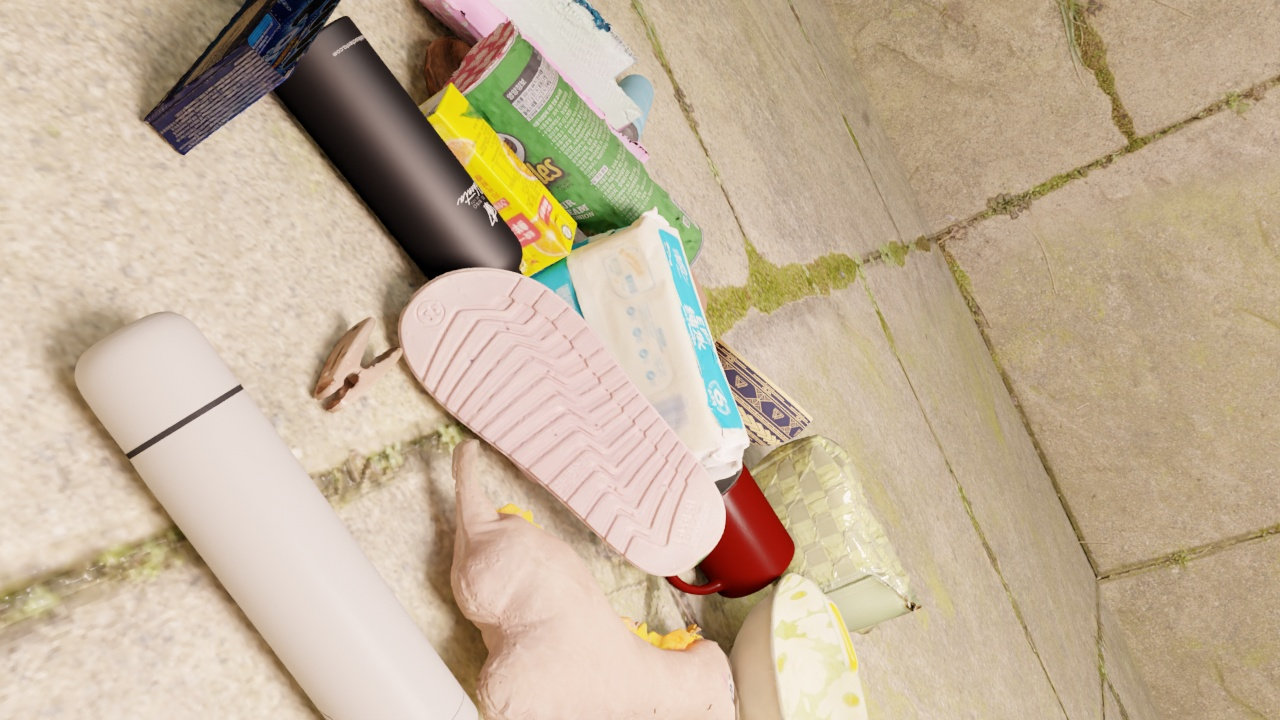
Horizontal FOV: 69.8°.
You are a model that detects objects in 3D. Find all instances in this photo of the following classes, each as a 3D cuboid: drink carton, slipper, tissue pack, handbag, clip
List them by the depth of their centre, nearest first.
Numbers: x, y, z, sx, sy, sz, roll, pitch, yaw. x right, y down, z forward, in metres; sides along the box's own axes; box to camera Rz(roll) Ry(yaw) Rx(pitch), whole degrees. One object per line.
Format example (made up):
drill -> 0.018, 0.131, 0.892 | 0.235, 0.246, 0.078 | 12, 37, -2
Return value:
clip -> -0.156, -0.002, 0.486 | 0.043, 0.025, 0.060 | 56, 32, -17
slipper -> -0.044, 0.035, 0.572 | 0.239, 0.094, 0.064 | 45, -6, -11
drink carton -> -0.107, -0.116, 0.630 | 0.134, 0.059, 0.042 | 46, 34, -32
tissue pack -> -0.004, 0.004, 0.648 | 0.066, 0.117, 0.209 | 11, 58, -61
handbag -> 0.175, 0.162, 0.840 | 0.116, 0.113, 0.186 | 6, 61, -67

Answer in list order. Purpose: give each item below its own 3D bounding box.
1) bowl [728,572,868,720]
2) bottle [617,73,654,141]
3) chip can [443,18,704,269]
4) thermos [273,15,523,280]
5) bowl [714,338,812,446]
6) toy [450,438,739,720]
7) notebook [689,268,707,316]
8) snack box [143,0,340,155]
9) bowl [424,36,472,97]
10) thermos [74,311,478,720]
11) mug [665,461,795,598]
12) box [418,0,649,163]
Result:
bowl -> 0.114, 0.260, 0.692 | 0.188, 0.060, 0.218 | 68, 25, -7
bottle -> -0.014, -0.247, 0.925 | 0.040, 0.040, 0.129 | 50, 31, -26
chip can -> -0.042, -0.143, 0.684 | 0.223, 0.076, 0.075 | 43, 34, -33
thermos -> -0.129, -0.095, 0.570 | 0.231, 0.061, 0.061 | 53, 29, -21
bowl -> 0.094, 0.040, 0.838 | 0.112, 0.061, 0.112 | 41, 3, -3
toy -> -0.015, 0.160, 0.560 | 0.264, 0.065, 0.196 | 25, 47, -55
notebook -> 0.020, -0.047, 0.823 | 0.141, 0.008, 0.208 | 59, 26, -32
snack box -> -0.200, -0.175, 0.491 | 0.027, 0.082, 0.149 | 47, 33, -33
bowl -> -0.125, -0.186, 0.691 | 0.114, 0.026, 0.101 | 52, 30, -20
thermos -> -0.152, 0.082, 0.391 | 0.224, 0.052, 0.052 | 58, 28, -12
mug -> 0.059, 0.139, 0.708 | 0.105, 0.073, 0.082 | -42, 107, -32
box -> -0.067, -0.257, 0.756 | 0.230, 0.096, 0.085 | 36, 3, -42
